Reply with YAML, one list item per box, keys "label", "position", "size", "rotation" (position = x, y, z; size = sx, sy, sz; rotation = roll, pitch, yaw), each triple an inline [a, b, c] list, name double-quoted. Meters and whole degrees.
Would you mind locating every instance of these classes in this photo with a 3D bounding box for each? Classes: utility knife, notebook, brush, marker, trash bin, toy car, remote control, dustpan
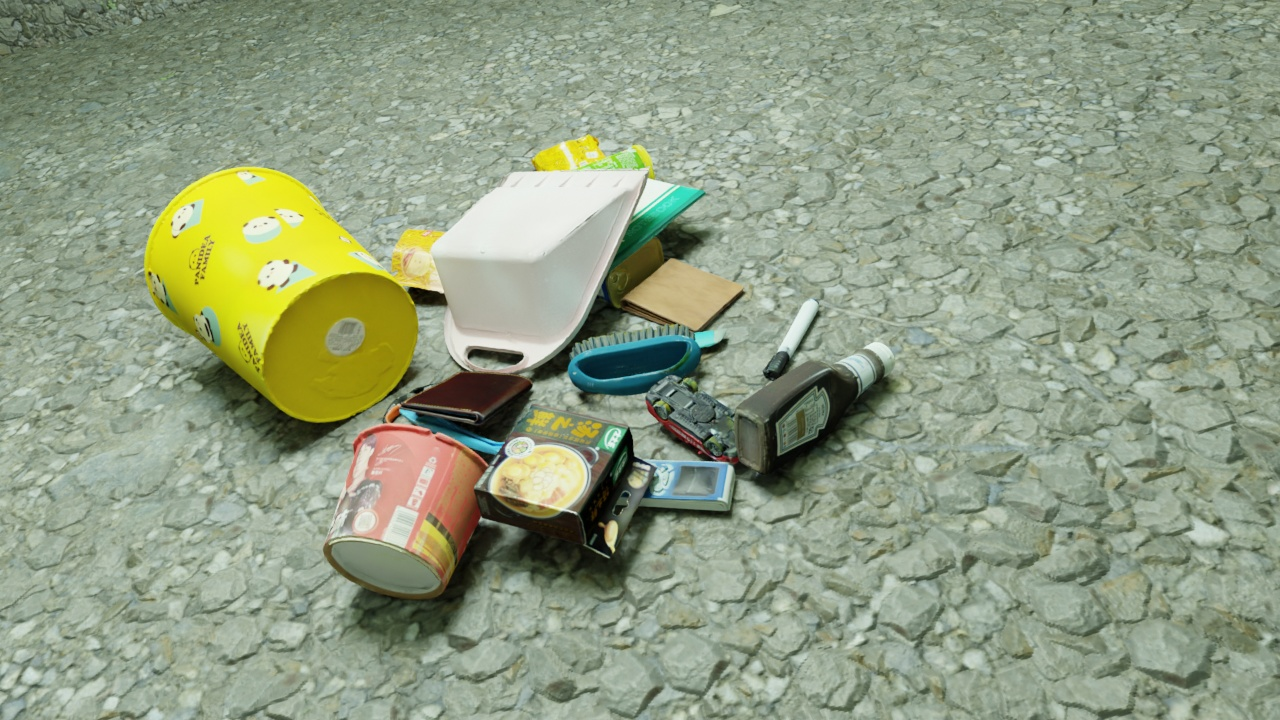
- label: "utility knife"
  position: [0.013, -0.012, 1.026]
  size: [0.171, 0.013, 0.029]
  rotation: [-10, 36, 8]
- label: "notebook"
  position: [-0.038, -0.173, 1.150]
  size: [0.150, 0.012, 0.208]
  rotation: [20, 49, 38]
- label: "brush"
  position: [-0.147, 0.091, 0.909]
  size: [0.255, 0.046, 0.083]
  rotation: [22, 48, 32]
- label: "marker"
  position: [0.165, -0.025, 0.998]
  size: [0.023, 0.018, 0.130]
  rotation: [3, 41, 32]
- label: "trash bin"
  position: [-0.401, -0.069, 1.051]
  size: [0.229, 0.230, 0.255]
  rotation: [-35, 50, -26]
- label: "toy car"
  position: [0.059, 0.060, 0.900]
  size: [0.120, 0.045, 0.052]
  rotation: [33, 58, 33]
- label: "brush"
  position: [-0.006, 0.006, 0.975]
  size: [0.144, 0.055, 0.073]
  rotation: [-10, 38, 2]
- label: "remote control"
  position: [0.024, 0.116, 0.857]
  size: [0.125, 0.024, 0.048]
  rotation: [0, 40, 16]
- label: "dustpan"
  position: [-0.127, -0.111, 1.096]
  size: [0.223, 0.139, 0.272]
  rotation: [8, 39, 35]

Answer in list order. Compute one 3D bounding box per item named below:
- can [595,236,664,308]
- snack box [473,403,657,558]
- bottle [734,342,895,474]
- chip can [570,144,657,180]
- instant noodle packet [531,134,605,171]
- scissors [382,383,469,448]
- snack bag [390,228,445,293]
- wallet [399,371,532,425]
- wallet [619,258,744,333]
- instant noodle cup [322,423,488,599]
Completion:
- label: "can"
  position: [-0.035, -0.118, 1.134]
  size: [0.083, 0.057, 0.101]
  rotation: [20, 49, 36]
- label: "snack box"
  position: [-0.064, 0.103, 0.816]
  size: [0.126, 0.053, 0.113]
  rotation: [10, 43, 21]
- label: "bottle"
  position: [0.170, 0.035, 0.875]
  size: [0.194, 0.080, 0.044]
  rotation: [-28, 36, -32]
- label: "chip can"
  position: [-0.089, -0.229, 1.270]
  size: [0.221, 0.073, 0.072]
  rotation: [-23, 40, -14]
- label: "instant noodle packet"
  position: [-0.104, -0.287, 1.368]
  size: [0.111, 0.044, 0.128]
  rotation: [-21, 35, 0]
- label: "scissors"
  position: [-0.183, 0.082, 0.955]
  size: [0.235, 0.022, 0.124]
  rotation: [18, 48, 32]
- label: "snack bag"
  position: [-0.211, -0.121, 1.189]
  size: [0.208, 0.073, 0.128]
  rotation: [7, 41, 11]
- label: "wallet"
  position: [-0.182, 0.037, 0.970]
  size: [0.096, 0.020, 0.122]
  rotation: [5, 16, 17]
- label: "wallet"
  position: [0.050, -0.077, 1.091]
  size: [0.115, 0.020, 0.101]
  rotation: [25, 50, 32]
- label: "instant noodle cup"
  position: [-0.209, 0.138, 0.812]
  size: [0.138, 0.138, 0.108]
  rotation: [2, 49, 16]
